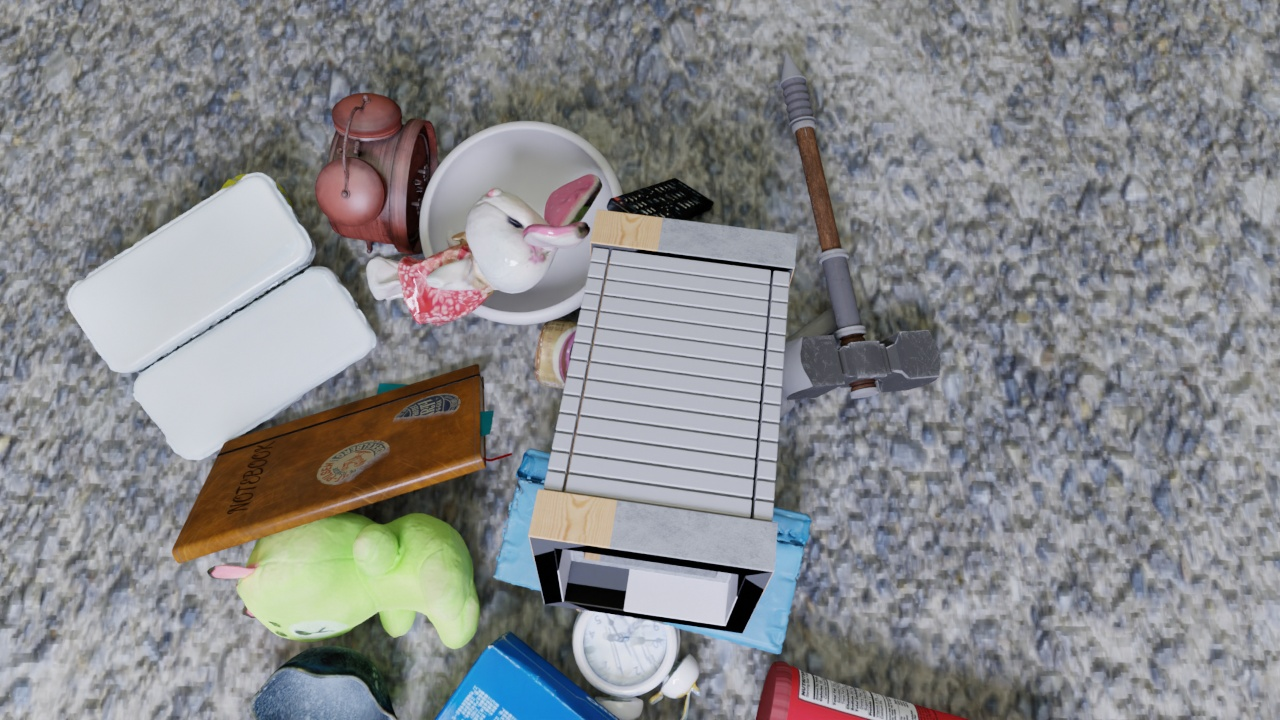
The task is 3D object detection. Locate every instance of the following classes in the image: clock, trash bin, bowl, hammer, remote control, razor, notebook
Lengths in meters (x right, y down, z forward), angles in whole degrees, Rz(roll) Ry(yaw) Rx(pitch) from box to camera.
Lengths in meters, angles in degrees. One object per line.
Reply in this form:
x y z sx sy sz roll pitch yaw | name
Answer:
-0.005 0.237 0.731 0.089 0.052 0.125 -26 78 -6 | clock
0.021 0.042 0.648 0.142 0.143 0.246 8 60 3 | trash bin
-0.226 -0.160 0.793 0.072 0.158 0.120 7 75 -1 | clock
-0.098 -0.114 0.802 0.176 0.066 0.176 -1 82 4 | bowl
0.159 -0.125 0.795 0.155 0.043 0.322 -4 74 -22 | hammer
0.018 -0.131 0.793 0.047 0.150 0.022 35 117 11 | remote control
-0.243 0.263 0.722 0.110 0.110 0.055 -1 31 2 | bowl
0.137 -0.015 0.799 0.116 0.047 0.088 -33 76 -14 | razor
-0.232 0.070 0.746 0.249 0.178 0.014 -17 116 -2 | notebook

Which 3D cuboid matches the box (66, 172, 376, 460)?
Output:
-0.362 -0.037 0.797 0.209 0.045 0.191 -31 96 -1 | box

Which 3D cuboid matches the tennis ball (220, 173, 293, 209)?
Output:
-0.354 -0.137 0.839 0.065 0.065 0.065 -1 75 2 | tennis ball

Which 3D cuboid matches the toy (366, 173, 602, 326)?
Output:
-0.119 -0.085 0.716 0.194 0.158 0.084 -20 112 16 | toy

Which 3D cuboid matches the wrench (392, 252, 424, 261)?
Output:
-0.117 -0.103 0.845 0.273 0.018 0.073 -12 77 1 | wrench

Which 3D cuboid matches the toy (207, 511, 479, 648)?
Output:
-0.222 0.166 0.718 0.197 0.150 0.107 10 59 4 | toy

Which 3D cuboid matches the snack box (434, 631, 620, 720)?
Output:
-0.097 0.357 0.679 0.195 0.056 0.239 36 90 11 | snack box

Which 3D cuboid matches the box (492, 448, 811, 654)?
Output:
0.009 0.152 0.732 0.231 0.094 0.111 13 78 5 | box

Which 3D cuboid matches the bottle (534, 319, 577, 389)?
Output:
-0.005 0.005 0.788 0.166 0.060 0.059 9 75 5 | bottle

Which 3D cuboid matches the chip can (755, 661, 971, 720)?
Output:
0.195 0.296 0.687 0.213 0.087 0.087 14 76 5 | chip can
